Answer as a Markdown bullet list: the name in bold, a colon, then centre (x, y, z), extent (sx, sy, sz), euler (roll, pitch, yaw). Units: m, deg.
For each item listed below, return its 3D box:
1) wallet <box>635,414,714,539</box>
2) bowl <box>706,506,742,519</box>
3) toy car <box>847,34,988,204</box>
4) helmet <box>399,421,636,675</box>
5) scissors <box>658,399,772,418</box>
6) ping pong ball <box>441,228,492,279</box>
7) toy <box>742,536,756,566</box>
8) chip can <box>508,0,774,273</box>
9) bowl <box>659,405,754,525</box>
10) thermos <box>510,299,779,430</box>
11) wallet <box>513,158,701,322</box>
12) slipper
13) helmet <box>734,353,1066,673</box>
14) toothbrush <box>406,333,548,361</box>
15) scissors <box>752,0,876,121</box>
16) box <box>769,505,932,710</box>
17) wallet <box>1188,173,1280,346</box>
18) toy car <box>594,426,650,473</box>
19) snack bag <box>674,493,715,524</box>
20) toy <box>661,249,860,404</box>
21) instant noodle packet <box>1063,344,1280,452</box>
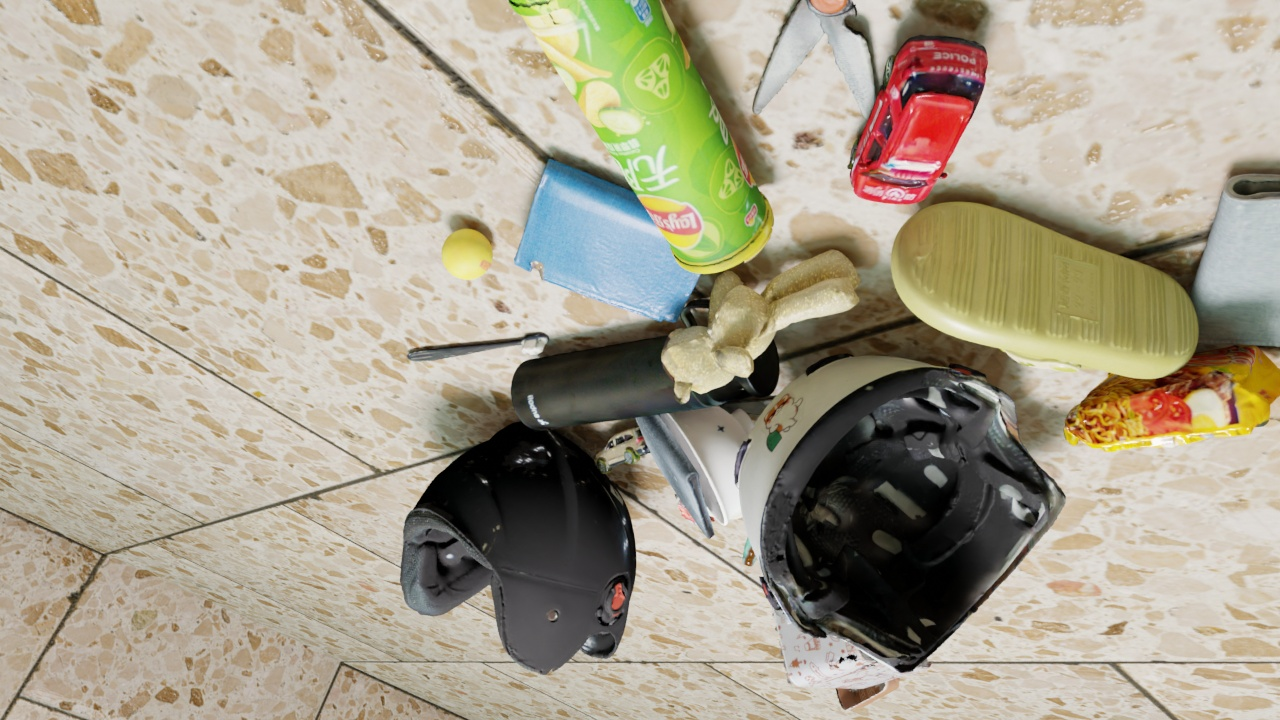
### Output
- **wallet**: centre (0.033, 0.102, 0.842), extent (0.019, 0.097, 0.121), euler (-29, 141, -8)
- **bowl**: centre (0.083, 0.118, 0.908), extent (0.113, 0.062, 0.114), euler (12, 149, 7)
- **toy car**: centre (0.149, -0.124, 0.505), extent (0.053, 0.045, 0.121), euler (8, 157, 2)
- **helmet**: centre (-0.114, 0.203, 0.979), extent (0.234, 0.229, 0.274), euler (7, 149, 48)
- **scissors**: centre (0.075, 0.043, 0.846), extent (0.163, 0.014, 0.166), euler (24, 146, -15)
- **ping pong ball**: centre (-0.137, -0.084, 0.726), extent (0.040, 0.040, 0.040), euler (13, 148, 8)
- **toy**: centre (0.110, 0.132, 0.813), extent (0.030, 0.091, 0.096), euler (18, 106, 12)
- **chip can**: centre (0.006, -0.146, 0.531), extent (0.073, 0.072, 0.221), euler (-5, 142, 32)
- **bowl**: centre (0.073, 0.080, 0.816), extent (0.064, 0.118, 0.118), euler (-27, 143, -7)
- **thermos**: centre (-0.005, 0.005, 0.786), extent (0.243, 0.068, 0.090), euler (-11, 106, 36)
- **wallet**: centre (-0.019, -0.083, 0.672), extent (0.133, 0.040, 0.107), euler (21, 140, -5)
- **slipper**: centre (0.243, -0.030, 0.576), extent (0.190, 0.091, 0.082), euler (16, 153, 1)
- **helmet**: centre (0.178, 0.096, 0.719), extent (0.274, 0.230, 0.157), euler (36, -175, -29)
- **toothbrush**: centre (-0.161, -0.009, 0.879), extent (0.181, 0.018, 0.015), euler (-5, 145, 34)
- **scissors**: centre (0.092, -0.204, 0.450), extent (0.225, 0.021, 0.222), euler (31, 150, -23)
- **box**: centre (0.202, 0.235, 0.907), extent (0.130, 0.179, 0.272), euler (-17, 149, 11)
- **wallet**: centre (0.380, -0.050, 0.524), extent (0.107, 0.036, 0.130), euler (5, 146, 22)
- **toy car**: centre (-0.012, 0.089, 0.930), extent (0.042, 0.035, 0.091), euler (-14, 170, -39)
- **snack bag**: centre (0.058, 0.159, 0.985), extent (0.045, 0.026, 0.105), euler (20, 177, 1)
- **toy**: centre (0.084, -0.026, 0.657), extent (0.158, 0.105, 0.066), euler (-30, 134, 26)
- **instant noodle packet**: centre (0.344, 0.022, 0.590), extent (0.111, 0.128, 0.044), euler (-12, 94, 41)
